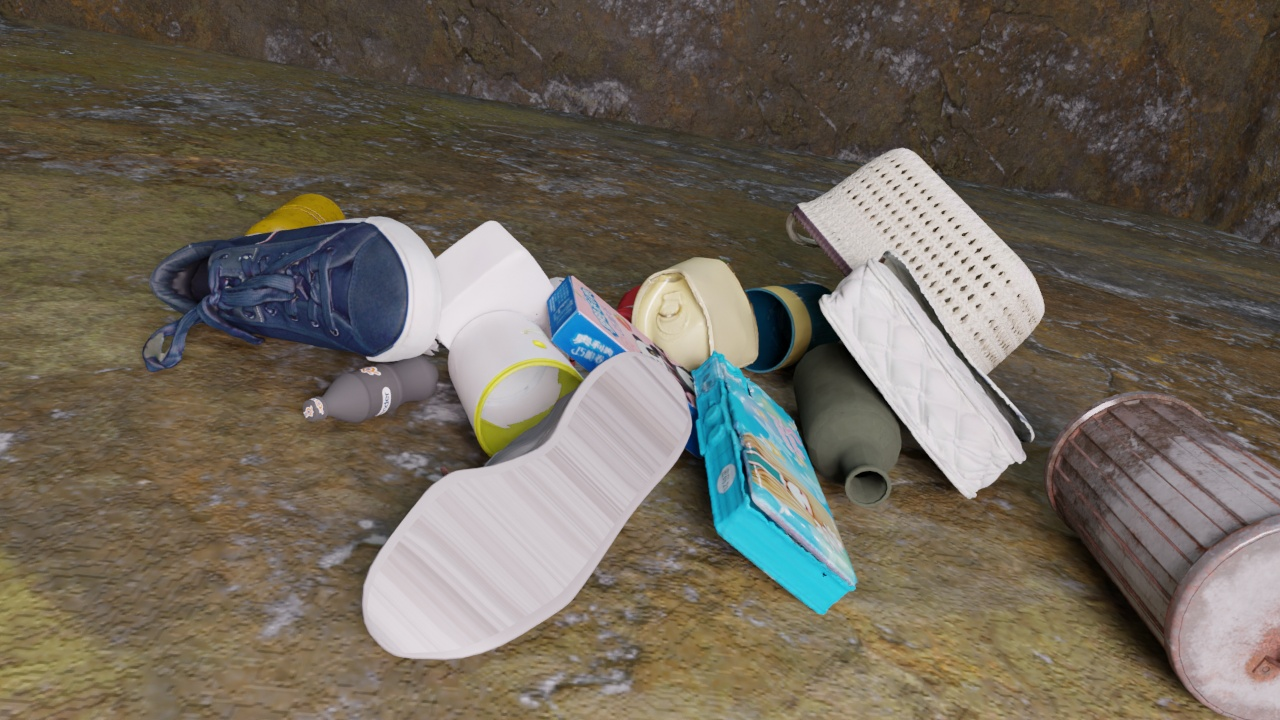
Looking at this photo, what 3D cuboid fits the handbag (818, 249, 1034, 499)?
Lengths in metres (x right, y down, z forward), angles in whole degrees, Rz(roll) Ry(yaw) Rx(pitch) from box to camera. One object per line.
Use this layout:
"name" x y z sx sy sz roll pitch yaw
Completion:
"handbag" 0.225 0.006 0.718 0.195 0.073 0.138 54 17 6

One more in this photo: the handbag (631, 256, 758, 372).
"handbag" 0.049 -0.034 0.825 0.081 0.111 0.119 -3 12 28

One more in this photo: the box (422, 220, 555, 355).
"box" -0.155 -0.033 0.734 0.189 0.111 0.101 -22 52 4

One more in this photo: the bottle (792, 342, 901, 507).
"bottle" 0.162 0.051 0.717 0.071 0.071 0.206 11 21 1

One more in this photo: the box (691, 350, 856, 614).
"box" 0.083 0.069 0.619 0.094 0.039 0.226 41 16 -16

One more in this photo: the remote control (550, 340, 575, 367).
"remote control" -0.098 -0.011 0.793 0.018 0.038 0.126 -8 28 -44

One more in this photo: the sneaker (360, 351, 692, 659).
"sneaker" -0.065 0.086 0.520 0.099 0.090 0.235 48 50 4

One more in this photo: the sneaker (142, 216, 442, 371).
"sneaker" -0.270 -0.048 0.671 0.295 0.121 0.127 7 8 37

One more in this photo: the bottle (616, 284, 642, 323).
"bottle" 0.018 -0.050 0.921 0.062 0.062 0.176 18 22 19

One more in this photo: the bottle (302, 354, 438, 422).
"bottle" -0.194 0.022 0.663 0.036 0.036 0.109 22 23 27

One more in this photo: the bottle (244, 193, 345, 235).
"bottle" -0.343 -0.112 0.898 0.071 0.071 0.163 8 21 -6

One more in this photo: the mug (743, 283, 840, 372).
"mug" 0.133 -0.040 0.926 0.114 0.083 0.107 19 21 37

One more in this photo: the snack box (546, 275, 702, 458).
"snack box" -0.004 0.004 0.705 0.154 0.033 0.088 40 12 -20

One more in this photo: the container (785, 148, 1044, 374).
"container" 0.268 -0.084 0.890 0.184 0.143 0.251 24 28 -57

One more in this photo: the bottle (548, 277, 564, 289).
"bottle" -0.074 -0.045 0.893 0.041 0.041 0.116 5 22 -15

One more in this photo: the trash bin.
"trash bin" 0.352 0.113 0.569 0.131 0.131 0.210 10 19 -1

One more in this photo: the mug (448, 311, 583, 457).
"mug" -0.089 0.019 0.662 0.082 0.083 0.106 1 22 -23
